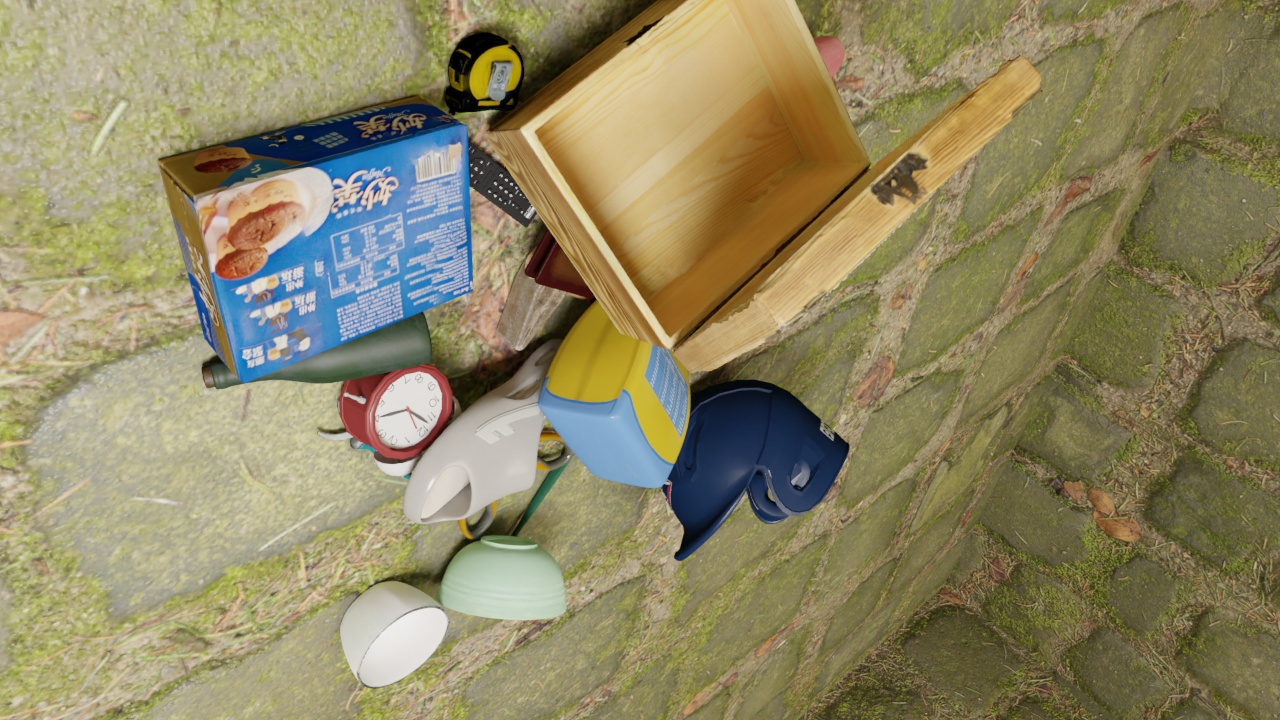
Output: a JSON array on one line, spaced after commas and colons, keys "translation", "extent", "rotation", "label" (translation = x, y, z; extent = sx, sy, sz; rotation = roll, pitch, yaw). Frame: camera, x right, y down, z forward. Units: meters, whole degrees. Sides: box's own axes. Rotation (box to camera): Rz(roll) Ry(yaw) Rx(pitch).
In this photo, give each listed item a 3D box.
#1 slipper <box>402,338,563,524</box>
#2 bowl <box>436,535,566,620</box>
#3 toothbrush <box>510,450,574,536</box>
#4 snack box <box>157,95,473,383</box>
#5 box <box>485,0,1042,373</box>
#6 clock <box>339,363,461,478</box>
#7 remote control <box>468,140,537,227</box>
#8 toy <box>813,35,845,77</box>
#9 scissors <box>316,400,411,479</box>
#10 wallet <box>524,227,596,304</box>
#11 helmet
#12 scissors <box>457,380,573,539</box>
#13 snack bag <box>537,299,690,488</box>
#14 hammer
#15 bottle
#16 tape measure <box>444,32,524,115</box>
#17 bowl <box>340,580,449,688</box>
[{"translation": [-0.122, 0.076, 0.917], "extent": [0.265, 0.080, 0.113], "rotation": [-46, 164, -48], "label": "slipper"}, {"translation": [-0.157, 0.248, 1.069], "extent": [0.150, 0.151, 0.077], "rotation": [11, 85, -55], "label": "bowl"}, {"translation": [-0.126, 0.175, 1.136], "extent": [0.190, 0.016, 0.017], "rotation": [-56, 145, 7], "label": "toothbrush"}, {"translation": [-0.230, -0.095, 0.689], "extent": [0.202, 0.069, 0.155], "rotation": [-28, 141, -34], "label": "snack box"}, {"translation": [0.109, -0.144, 0.733], "extent": [0.278, 0.324, 0.284], "rotation": [-43, 119, -16], "label": "box"}, {"translation": [-0.217, 0.048, 0.841], "extent": [0.096, 0.048, 0.138], "rotation": [-47, 136, -24], "label": "clock"}, {"translation": [-0.131, -0.158, 0.807], "extent": [0.030, 0.009, 0.140], "rotation": [-54, 148, 2], "label": "remote control"}, {"translation": [0.139, -0.273, 0.965], "extent": [0.236, 0.097, 0.192], "rotation": [-48, 136, -26], "label": "toy"}, {"translation": [-0.242, 0.076, 0.889], "extent": [0.153, 0.019, 0.125], "rotation": [-16, 131, -40], "label": "scissors"}, {"translation": [-0.053, -0.103, 0.885], "extent": [0.115, 0.018, 0.091], "rotation": [14, 110, -57], "label": "wallet"}, {"translation": [0.121, 0.150, 1.230], "extent": [0.272, 0.223, 0.232], "rotation": [-56, 173, -11], "label": "helmet"}, {"translation": [-0.166, 0.117, 1.027], "extent": [0.216, 0.016, 0.225], "rotation": [-55, 144, 6], "label": "scissors"}, {"translation": [-0.006, 0.006, 0.955], "extent": [0.204, 0.102, 0.159], "rotation": [-68, 150, -26], "label": "snack bag"}, {"translation": [-0.023, -0.067, 1.009], "extent": [0.300, 0.037, 0.158], "rotation": [15, 110, -56], "label": "hammer"}, {"translation": [-0.261, -0.006, 0.743], "extent": [0.174, 0.055, 0.055], "rotation": [-14, 134, -24], "label": "bottle"}, {"translation": [-0.121, -0.227, 0.729], "extent": [0.061, 0.034, 0.061], "rotation": [-21, 135, -41], "label": "tape measure"}, {"translation": [-0.278, 0.297, 1.016], "extent": [0.116, 0.066, 0.116], "rotation": [-32, 143, -29], "label": "bowl"}]
